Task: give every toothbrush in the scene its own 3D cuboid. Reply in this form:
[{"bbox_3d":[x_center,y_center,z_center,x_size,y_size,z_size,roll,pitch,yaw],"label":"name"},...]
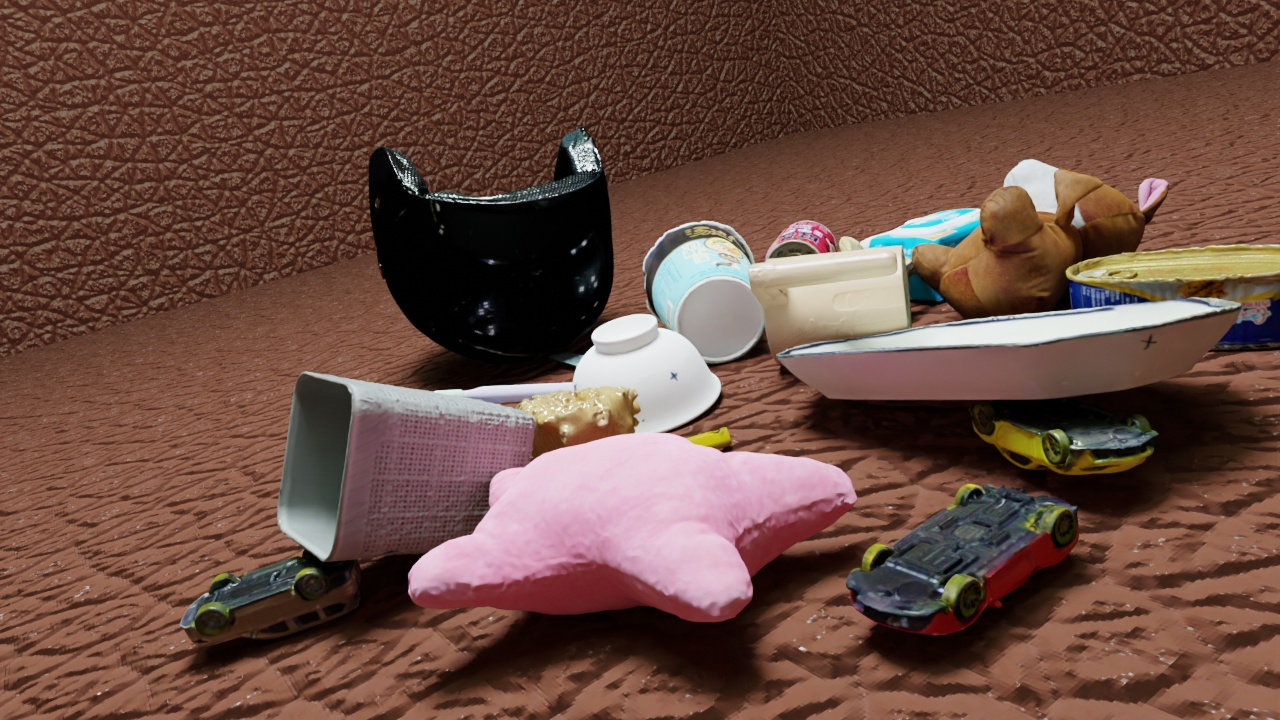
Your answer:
[{"bbox_3d":[-0.104,0.028,0.705,0.188,0.029,0.021,-4,49,-37],"label":"toothbrush"},{"bbox_3d":[-0.035,0.069,0.590,0.190,0.016,0.015,-13,14,-1],"label":"toothbrush"}]

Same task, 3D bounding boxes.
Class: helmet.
[{"bbox_3d":[-0.146,-0.110,0.931,0.233,0.230,0.275,-10,3,-21],"label":"helmet"}]

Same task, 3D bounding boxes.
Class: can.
[{"bbox_3d":[0.165,-0.104,0.944,0.067,0.066,0.093,-7,16,21],"label":"can"},{"bbox_3d":[0.355,-0.041,0.591,0.148,0.049,0.074,2,21,44],"label":"can"}]

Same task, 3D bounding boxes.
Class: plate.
[{"bbox_3d":[0.200,-0.003,0.539,0.161,0.034,0.266,-10,3,-31],"label":"plate"}]

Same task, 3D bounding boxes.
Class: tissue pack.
[{"bbox_3d":[0.275,-0.100,0.844,0.139,0.063,0.090,-21,17,-26],"label":"tissue pack"}]

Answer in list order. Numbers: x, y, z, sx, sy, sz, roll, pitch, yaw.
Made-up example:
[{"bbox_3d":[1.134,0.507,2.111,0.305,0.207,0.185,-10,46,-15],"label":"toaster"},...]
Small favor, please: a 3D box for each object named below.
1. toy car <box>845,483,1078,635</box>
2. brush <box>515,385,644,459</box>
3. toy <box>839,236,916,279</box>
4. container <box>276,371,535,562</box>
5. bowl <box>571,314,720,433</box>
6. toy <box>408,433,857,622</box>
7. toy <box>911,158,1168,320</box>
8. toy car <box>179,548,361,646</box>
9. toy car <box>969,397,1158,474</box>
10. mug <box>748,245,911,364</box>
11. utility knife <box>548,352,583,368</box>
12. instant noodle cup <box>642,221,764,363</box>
[{"bbox_3d":[0.131,0.082,0.373,0.106,0.031,0.049,-21,16,-31],"label":"toy car"},{"bbox_3d":[-0.094,0.051,0.650,0.083,0.046,0.255,-22,7,-42],"label":"brush"},{"bbox_3d":[0.168,-0.060,0.813,0.158,0.066,0.105,-2,40,51],"label":"toy"},{"bbox_3d":[-0.128,0.060,0.515,0.114,0.090,0.090,8,0,-38],"label":"container"},{"bbox_3d":[-0.004,0.004,0.685,0.118,0.065,0.118,-13,21,5],"label":"bowl"},{"bbox_3d":[0.005,0.072,0.442,0.195,0.075,0.178,-4,15,18],"label":"toy"},{"bbox_3d":[0.310,-0.095,0.713,0.199,0.130,0.140,-14,-11,-26],"label":"toy"},{"bbox_3d":[-0.193,0.126,0.484,0.090,0.035,0.042,-16,14,-9],"label":"toy car"},{"bbox_3d":[0.207,0.039,0.456,0.048,0.032,0.105,-9,9,-10],"label":"toy car"},{"bbox_3d":[0.146,-0.049,0.693,0.104,0.084,0.124,-6,-19,19],"label":"mug"},{"bbox_3d":[-0.030,0.009,0.817,0.030,0.021,0.207,-22,13,-27],"label":"utility knife"},{"bbox_3d":[0.061,-0.055,0.807,0.111,0.111,0.120,-13,23,-1],"label":"instant noodle cup"}]
